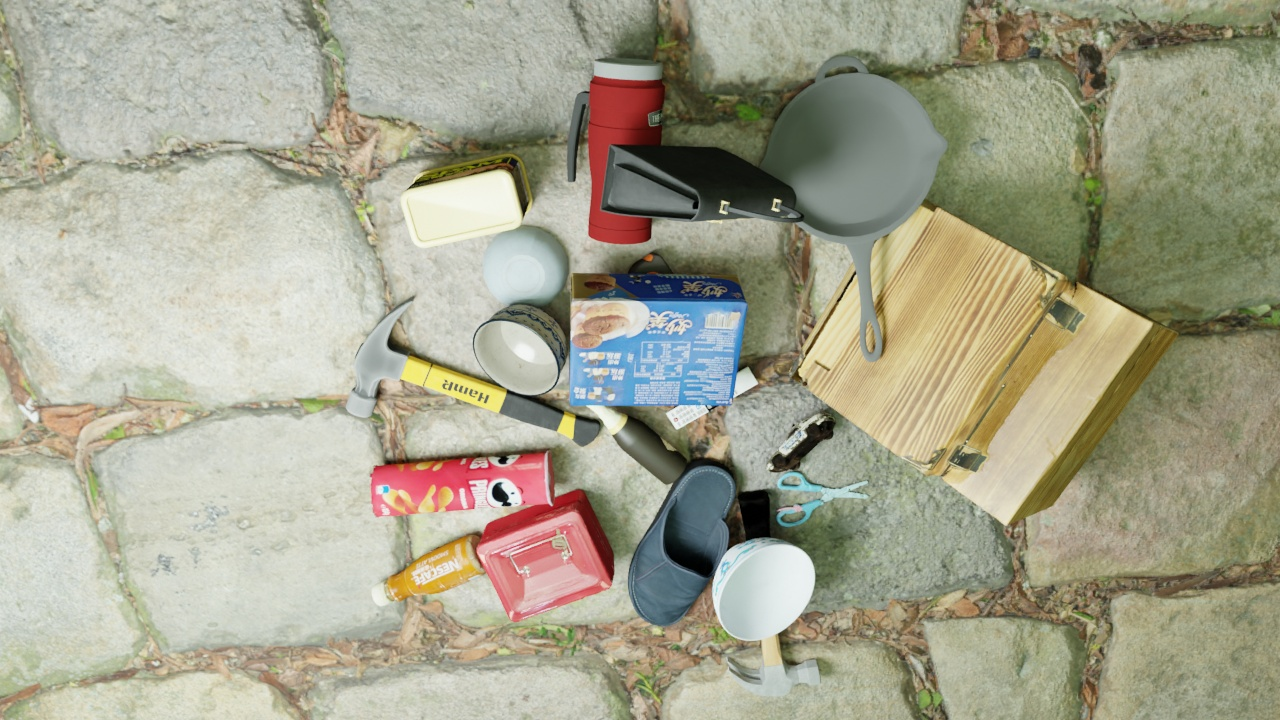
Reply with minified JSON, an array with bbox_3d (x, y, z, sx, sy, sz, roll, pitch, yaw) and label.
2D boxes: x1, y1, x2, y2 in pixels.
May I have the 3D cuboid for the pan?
[{"bbox_3d":[0.255,-0.174,1.083,0.217,0.024,0.354,-7,97,8],"label":"pan"}]

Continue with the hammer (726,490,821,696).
[{"bbox_3d":[0.177,0.336,1.305,0.131,0.039,0.328,-8,110,2],"label":"hammer"}]

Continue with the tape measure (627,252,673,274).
[{"bbox_3d":[0.012,-0.098,1.133,0.059,0.038,0.058,-37,109,-3],"label":"tape measure"}]

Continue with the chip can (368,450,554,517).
[{"bbox_3d":[-0.232,0.163,1.204,0.233,0.073,0.073,-4,111,0],"label":"chip can"}]

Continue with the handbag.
[{"bbox_3d":[0.091,-0.175,0.984,0.175,0.196,0.072,-12,119,-44],"label":"handbag"}]

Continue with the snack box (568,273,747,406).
[{"bbox_3d":[0.016,-0.024,1.110,0.202,0.069,0.155,0,127,-6],"label":"snack box"}]

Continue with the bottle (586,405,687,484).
[{"bbox_3d":[-0.019,0.091,1.195,0.184,0.045,0.045,41,104,-17],"label":"bottle"}]

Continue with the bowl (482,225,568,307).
[{"bbox_3d":[-0.142,-0.108,1.120,0.106,0.039,0.106,-1,111,-2],"label":"bowl"}]

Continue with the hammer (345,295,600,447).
[{"bbox_3d":[-0.204,0.038,1.181,0.324,0.034,0.170,21,108,-11],"label":"hammer"}]

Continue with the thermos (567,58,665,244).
[{"bbox_3d":[-0.031,-0.241,1.054,0.108,0.083,0.199,9,113,12],"label":"thermos"}]

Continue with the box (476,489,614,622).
[{"bbox_3d":[-0.125,0.262,1.242,0.158,0.097,0.130,-20,106,9],"label":"box"}]

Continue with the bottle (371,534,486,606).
[{"bbox_3d":[-0.290,0.294,1.258,0.167,0.059,0.059,-24,110,10],"label":"bottle"}]

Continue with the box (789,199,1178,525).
[{"bbox_3d":[0.414,-0.009,1.141,0.336,0.285,0.280,40,111,28],"label":"box"}]

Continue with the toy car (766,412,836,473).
[{"bbox_3d":[0.210,0.108,1.216,0.113,0.040,0.048,-47,146,20],"label":"toy car"}]

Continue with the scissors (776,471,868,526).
[{"bbox_3d":[0.247,0.174,1.262,0.142,0.015,0.095,-23,110,0],"label":"scissors"}]

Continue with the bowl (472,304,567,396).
[{"bbox_3d":[-0.140,-0.020,1.120,0.115,0.059,0.116,14,132,15],"label":"bowl"}]

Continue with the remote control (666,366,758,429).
[{"bbox_3d":[0.093,0.049,1.204,0.124,0.011,0.028,-30,109,9],"label":"remote control"}]

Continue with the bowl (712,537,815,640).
[{"bbox_3d":[0.150,0.289,1.218,0.143,0.074,0.144,-9,114,-21],"label":"bowl"}]

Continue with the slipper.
[{"bbox_3d":[0.057,0.266,1.248,0.109,0.083,0.266,17,111,-11],"label":"slipper"}]

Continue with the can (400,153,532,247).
[{"bbox_3d":[-0.198,-0.183,1.054,0.135,0.104,0.075,-12,111,2],"label":"can"}]
